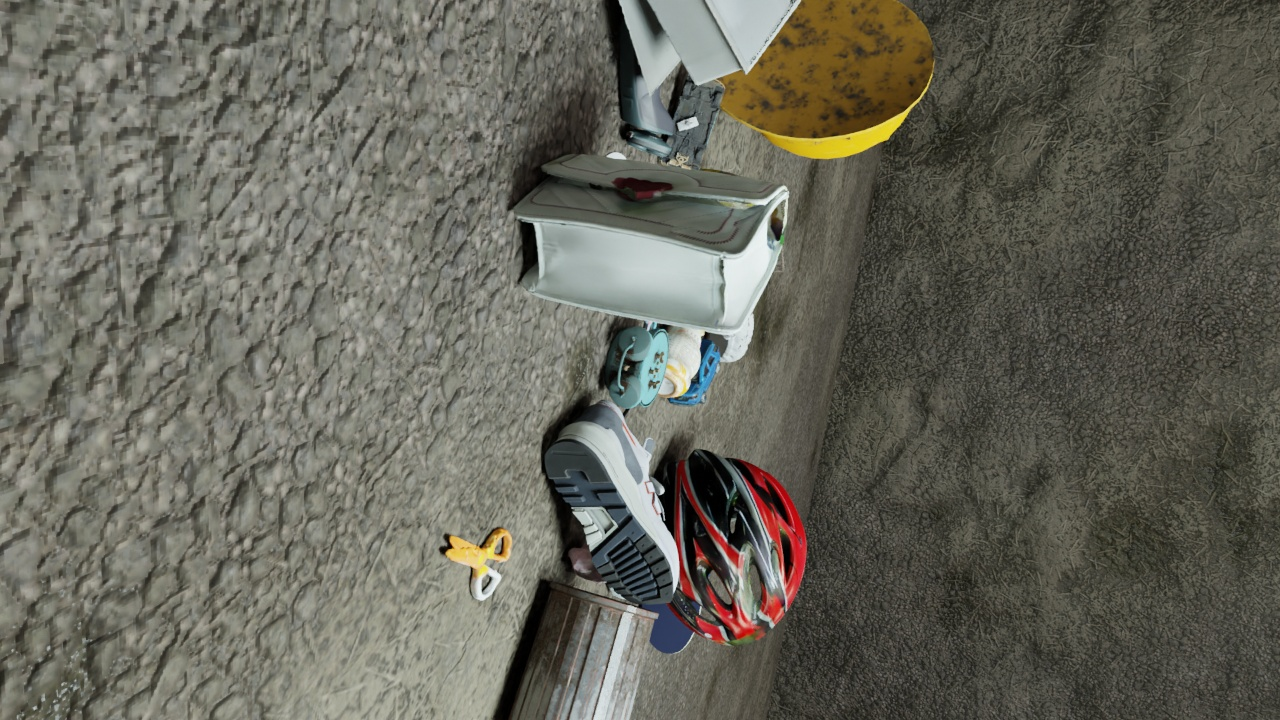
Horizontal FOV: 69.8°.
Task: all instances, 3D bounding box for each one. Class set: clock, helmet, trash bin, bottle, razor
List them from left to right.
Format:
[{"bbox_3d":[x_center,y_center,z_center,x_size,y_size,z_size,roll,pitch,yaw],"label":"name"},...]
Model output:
[{"bbox_3d":[-0.068,0.352,0.958,0.131,0.131,0.211,50,54,-67],"label":"trash bin"},{"bbox_3d":[-0.006,0.006,1.008,0.124,0.053,0.090,-1,103,-71],"label":"clock"},{"bbox_3d":[0.003,-0.259,0.870,0.052,0.047,0.143,-34,137,-28],"label":"razor"},{"bbox_3d":[0.045,-0.007,1.128,0.063,0.063,0.108,84,28,-45],"label":"bottle"},{"bbox_3d":[0.107,0.247,1.243,0.167,0.218,0.271,43,24,-43],"label":"helmet"},{"bbox_3d":[0.213,-0.320,1.091,0.131,0.256,0.205,56,51,-65],"label":"helmet"}]

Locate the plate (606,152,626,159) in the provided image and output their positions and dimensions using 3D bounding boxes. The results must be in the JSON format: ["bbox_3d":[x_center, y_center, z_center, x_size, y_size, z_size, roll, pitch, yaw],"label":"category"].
[{"bbox_3d":[-0.028,-0.137,0.908,0.134,0.011,0.134,14,89,-71],"label":"plate"}]

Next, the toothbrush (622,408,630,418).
[{"bbox_3d":[-0.038,0.087,1.029,0.167,0.014,0.014,-55,163,-40],"label":"toothbrush"}]

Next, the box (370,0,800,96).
[{"bbox_3d":[-0.064,-0.366,0.880,0.168,0.405,0.172,-56,138,-33],"label":"box"}]

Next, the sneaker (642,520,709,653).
[{"bbox_3d":[0.067,0.331,1.404,0.118,0.091,0.232,60,38,-67],"label":"sneaker"}]

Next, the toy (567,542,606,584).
[{"bbox_3d":[-0.041,0.232,1.042,0.110,0.064,0.047,52,54,-52],"label":"toy"}]

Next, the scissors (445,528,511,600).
[{"bbox_3d":[-0.145,0.176,0.795,0.130,0.013,0.070,47,58,-69],"label":"scissors"}]

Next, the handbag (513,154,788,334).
[{"bbox_3d":[0.011,-0.110,0.753,0.141,0.199,0.096,-58,153,-44],"label":"handbag"}]

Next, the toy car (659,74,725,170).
[{"bbox_3d":[0.055,-0.257,1.014,0.047,0.047,0.112,-132,-119,-85],"label":"toy car"}]

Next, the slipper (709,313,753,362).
[{"bbox_3d":[0.114,-0.089,1.260,0.247,0.074,0.112,85,-5,-48],"label":"slipper"}]

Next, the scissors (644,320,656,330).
[{"bbox_3d":[0.006,-0.076,1.056,0.135,0.015,0.135,-45,138,-61],"label":"scissors"}]

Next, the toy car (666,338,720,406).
[{"bbox_3d":[0.071,0.015,1.243,0.119,0.056,0.044,-61,150,-45],"label":"toy car"}]

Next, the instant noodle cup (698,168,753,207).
[{"bbox_3d":[0.087,-0.164,1.107,0.102,0.102,0.108,-47,155,-55],"label":"instant noodle cup"}]

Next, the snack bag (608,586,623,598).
[{"bbox_3d":[-0.025,0.213,1.121,0.225,0.041,0.077,80,32,-53],"label":"snack bag"}]

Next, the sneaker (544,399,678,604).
[{"bbox_3d":[-0.012,0.140,0.972,0.240,0.089,0.124,64,29,-30],"label":"sneaker"}]

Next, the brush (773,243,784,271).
[{"bbox_3d":[0.096,-0.127,1.067,0.008,0.143,0.045,-56,144,-48],"label":"brush"}]
